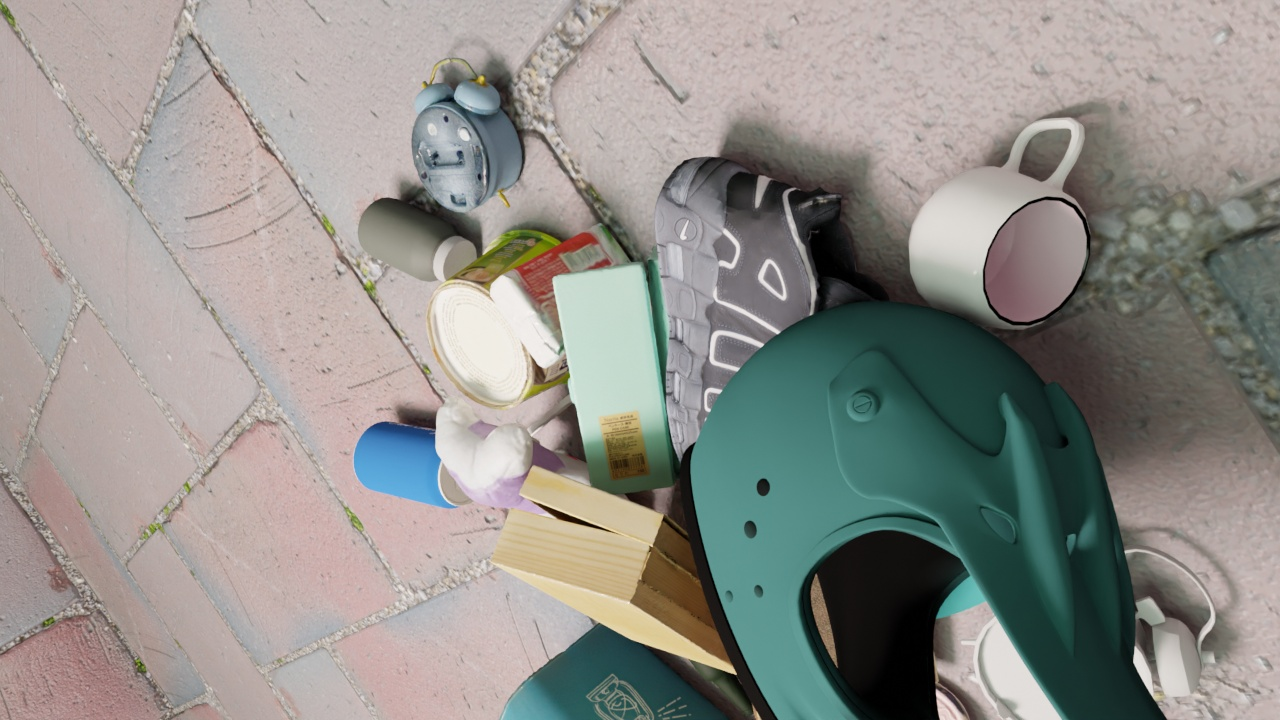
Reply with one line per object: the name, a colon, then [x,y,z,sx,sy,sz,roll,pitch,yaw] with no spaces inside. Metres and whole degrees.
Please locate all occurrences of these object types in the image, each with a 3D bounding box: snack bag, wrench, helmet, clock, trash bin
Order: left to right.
clock: [-0.146,-0.185,0.758,0.089,0.051,0.124,7,118,38]
wrench: [-0.076,0.045,0.841,0.009,0.047,0.274,57,138,5]
snack bag: [-0.053,-0.052,0.715,0.077,0.115,0.036,54,141,1]
trash bin: [-0.019,0.401,0.910,0.218,0.196,0.200,42,133,21]
helmet: [0.149,0.091,0.488,0.201,0.176,0.274,-36,53,31]
clock: [0.291,0.183,0.599,0.120,0.060,0.160,45,124,9]

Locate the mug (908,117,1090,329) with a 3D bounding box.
mug: [0.205,-0.079,0.518,0.124,0.090,0.076,-66,26,10]

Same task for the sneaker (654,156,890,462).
sneaker: [0.100,-0.014,0.630,0.151,0.097,0.253,7,113,34]

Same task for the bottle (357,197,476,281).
bottle: [-0.205,-0.108,0.846,0.108,0.060,0.060,25,128,26]

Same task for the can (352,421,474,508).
can: [-0.237,0.111,0.986,0.146,0.078,0.079,5,117,38]

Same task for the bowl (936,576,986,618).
bowl: [0.217,0.123,0.623,0.046,0.121,0.121,-114,33,-40]

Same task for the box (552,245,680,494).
box: [-0.001,0.005,0.705,0.078,0.112,0.187,-113,12,-65]

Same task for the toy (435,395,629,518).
toy: [-0.088,0.113,0.811,0.138,0.085,0.209,17,162,41]

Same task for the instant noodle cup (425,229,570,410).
instant noodle cup: [-0.110,-0.030,0.785,0.146,0.097,0.146,20,125,30]

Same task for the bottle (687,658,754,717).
bottle: [0.067,0.285,0.871,0.123,0.032,0.033,51,135,3]

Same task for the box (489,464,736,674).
box: [0.006,0.174,0.737,0.128,0.091,0.249,4,155,30]

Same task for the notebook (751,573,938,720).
notebook: [0.116,0.184,0.683,0.190,0.034,0.215,-17,114,0]

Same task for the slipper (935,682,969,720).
slipper: [0.198,0.345,0.782,0.107,0.055,0.222,36,123,20]
